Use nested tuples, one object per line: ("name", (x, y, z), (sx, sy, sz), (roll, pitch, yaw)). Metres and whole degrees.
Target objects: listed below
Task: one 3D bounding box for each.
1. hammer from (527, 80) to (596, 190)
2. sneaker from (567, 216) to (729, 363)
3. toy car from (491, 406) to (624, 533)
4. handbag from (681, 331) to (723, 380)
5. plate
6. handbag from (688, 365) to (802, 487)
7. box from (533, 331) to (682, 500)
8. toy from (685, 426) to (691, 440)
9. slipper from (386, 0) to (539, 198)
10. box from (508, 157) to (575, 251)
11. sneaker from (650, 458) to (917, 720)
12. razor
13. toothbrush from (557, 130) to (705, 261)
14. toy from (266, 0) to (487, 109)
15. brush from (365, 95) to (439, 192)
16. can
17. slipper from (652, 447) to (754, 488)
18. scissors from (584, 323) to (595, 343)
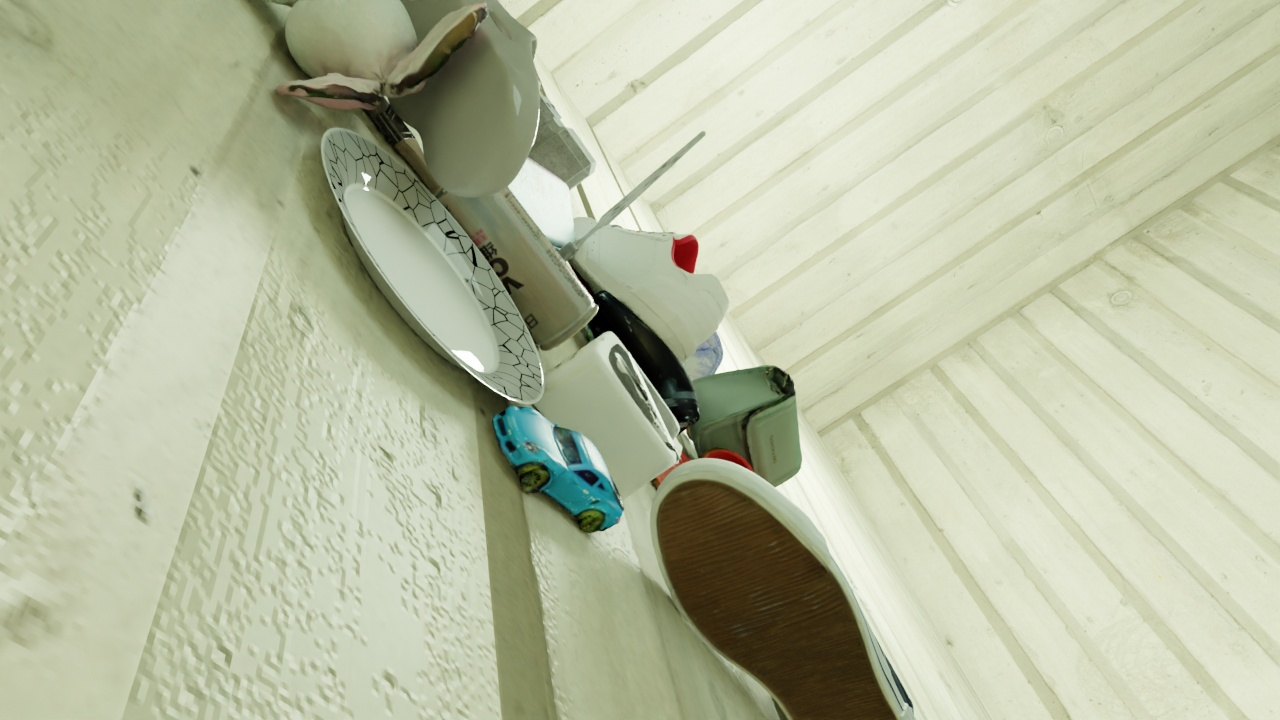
("hammer", (-0.129, -0.219, 0.862), (0.163, 0.083, 0.317), (54, 9, -10))
("sneaker", (0.004, -0.091, 0.896), (0.236, 0.104, 0.090), (43, -13, 48))
("toy car", (-0.041, 0.059, 0.507), (0.105, 0.032, 0.048), (44, 15, -44))
("handbag", (0.019, -0.036, 0.998), (0.158, 0.069, 0.127), (61, -20, 18))
("plate", (-0.120, -0.050, 0.527), (0.188, 0.016, 0.188), (53, 10, -14))
("handbag", (0.102, 0.070, 0.889), (0.122, 0.106, 0.067), (73, 3, -45))
("box", (-0.004, 0.029, 0.619), (0.102, 0.091, 0.107), (54, 12, -5))
("toy", (0.097, 0.098, 1.022), (0.128, 0.065, 0.095), (55, 12, -68))
("slipper", (-0.106, -0.190, 0.619), (0.080, 0.113, 0.265), (13, 30, -36))
("box", (-0.104, -0.128, 0.783), (0.214, 0.065, 0.078), (-8, 77, -80))
("sneaker", (0.105, 0.171, 0.636), (0.294, 0.121, 0.127), (56, 22, -18))
("razor", (-0.005, 0.005, 0.787), (0.063, 0.053, 0.140), (-34, 85, -40))
("toothbrush", (-0.014, -0.141, 0.807), (0.010, 0.182, 0.010), (52, 13, 9))
("toy", (-0.200, -0.221, 0.572), (0.205, 0.130, 0.106), (50, -23, 14))
("brush", (-0.171, -0.159, 0.661), (0.151, 0.012, 0.039), (55, 9, -11))
("can", (-0.090, -0.075, 0.648), (0.135, 0.054, 0.054), (53, 10, -16))
("slipper", (0.081, 0.124, 0.817), (0.248, 0.059, 0.103), (42, 16, -49))
("scissors", (-0.040, -0.019, 0.840), (0.172, 0.021, 0.171), (57, 13, -11))
